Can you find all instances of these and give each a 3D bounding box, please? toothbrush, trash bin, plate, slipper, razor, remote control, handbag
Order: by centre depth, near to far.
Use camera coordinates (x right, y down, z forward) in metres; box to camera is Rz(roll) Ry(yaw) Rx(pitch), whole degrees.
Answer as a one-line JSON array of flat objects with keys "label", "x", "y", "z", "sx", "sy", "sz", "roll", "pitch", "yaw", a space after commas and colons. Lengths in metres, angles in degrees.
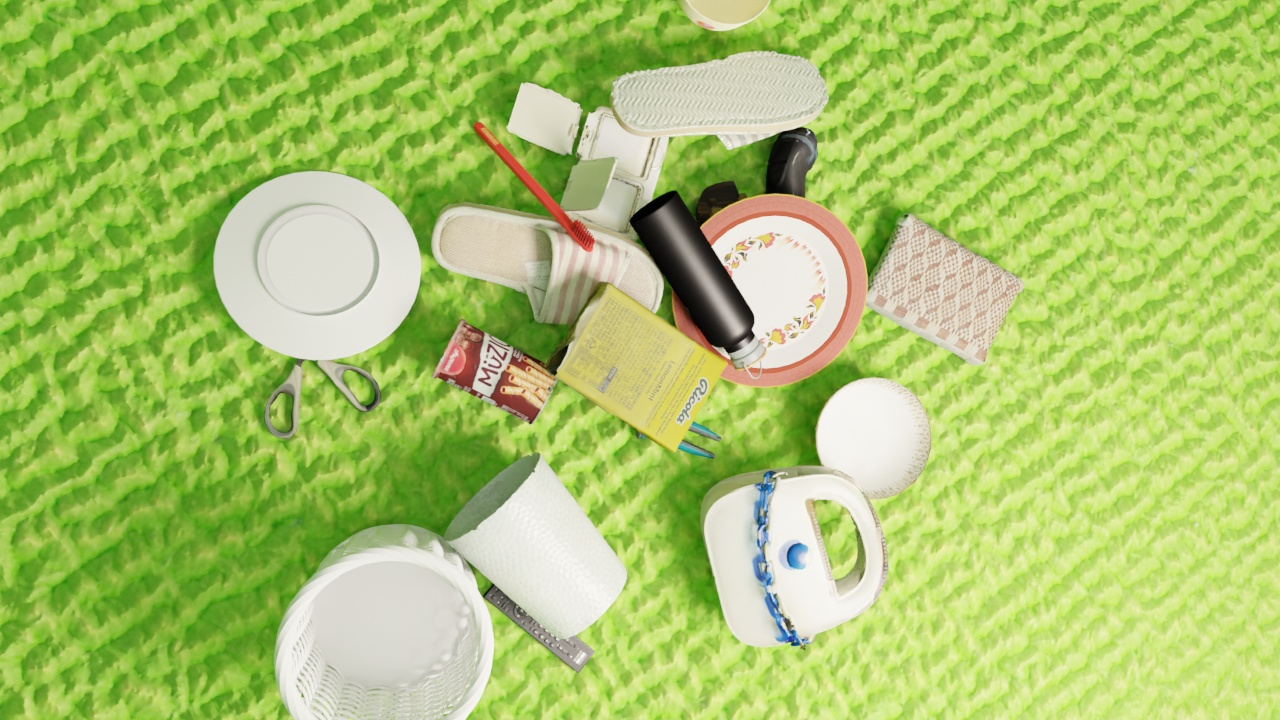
[{"label": "plate", "x": -0.339, "y": -0.104, "z": 0.970, "sx": 0.208, "sy": 0.015, "sz": 0.208, "roll": 3, "pitch": 78, "yaw": -16}, {"label": "trash bin", "x": -0.105, "y": 0.201, "z": 0.975, "sx": 0.133, "sy": 0.133, "sz": 0.161, "roll": -43, "pitch": 102, "yaw": -11}, {"label": "toothbrush", "x": -0.117, "y": -0.194, "z": 0.996, "sx": 0.012, "sy": 0.018, "sz": 0.212, "roll": -27, "pitch": 66, "yaw": -37}, {"label": "slipper", "x": -0.101, "y": -0.099, "z": 1.007, "sx": 0.263, "sy": 0.052, "sz": 0.115, "roll": 16, "pitch": 115, "yaw": -9}, {"label": "remote control", "x": -0.113, "y": 0.295, "z": 1.026, "sx": 0.140, "sy": 0.009, "sz": 0.030, "roll": 41, "pitch": 80, "yaw": -8}, {"label": "handbag", "x": 0.174, "y": 0.215, "z": 1.027, "sx": 0.199, "sy": 0.093, "sz": 0.200, "roll": -17, "pitch": 93, "yaw": 4}, {"label": "slipper", "x": 0.091, "y": -0.300, "z": 1.060, "sx": 0.272, "sy": 0.054, "sz": 0.114, "roll": -13, "pitch": 67, "yaw": -22}, {"label": "plate", "x": 0.149, "y": -0.079, "z": 1.069, "sx": 0.229, "sy": 0.021, "sz": 0.230, "roll": -1, "pitch": 108, "yaw": -5}, {"label": "razor", "x": 0.181, "y": -0.206, "z": 1.097, "sx": 0.063, "sy": 0.053, "sz": 0.140, "roll": 5, "pitch": 92, "yaw": -39}, {"label": "handbag", "x": 0.371, "y": -0.087, "z": 1.136, "sx": 0.186, "sy": 0.047, "sz": 0.124, "roll": 27, "pitch": 90, "yaw": -10}]

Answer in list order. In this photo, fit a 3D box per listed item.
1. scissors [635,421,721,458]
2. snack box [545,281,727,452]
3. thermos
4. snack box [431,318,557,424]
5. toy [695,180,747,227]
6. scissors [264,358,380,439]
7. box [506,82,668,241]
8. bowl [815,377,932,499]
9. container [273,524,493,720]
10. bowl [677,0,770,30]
[{"label": "scissors", "x": 0.023, "y": 0.081, "z": 1.062, "sx": 0.136, "sy": 0.019, "sz": 0.139, "roll": -18, "pitch": 93, "yaw": -13}, {"label": "snack box", "x": -0.006, "y": 0.006, "z": 1.007, "sx": 0.181, "sy": 0.045, "sz": 0.121, "roll": 33, "pitch": 83, "yaw": -25}, {"label": "thermos", "x": 0.075, "y": -0.075, "z": 1.018, "sx": 0.061, "sy": 0.061, "sz": 0.231, "roll": -38, "pitch": 108, "yaw": -12}, {"label": "snack box", "x": -0.157, "y": 0.013, "z": 0.996, "sx": 0.121, "sy": 0.072, "sz": 0.072, "roll": 28, "pitch": 82, "yaw": -11}, {"label": "toy", "x": 0.115, "y": -0.169, "z": 1.068, "sx": 0.100, "sy": 0.062, "sz": 0.076, "roll": 6, "pitch": 104, "yaw": 5}, {"label": "scissors", "x": -0.352, "y": 0.009, "z": 0.981, "sx": 0.157, "sy": 0.013, "sz": 0.171, "roll": 24, "pitch": 83, "yaw": -13}, {"label": "box", "x": -0.061, "y": -0.224, "z": 1.013, "sx": 0.184, "sy": 0.099, "sz": 0.143, "roll": 16, "pitch": 84, "yaw": -12}, {"label": "bowl", "x": 0.265, "y": 0.091, "z": 1.094, "sx": 0.145, "sy": 0.063, "sz": 0.145, "roll": 0, "pitch": 88, "yaw": -13}, {"label": "container", "x": -0.247, "y": 0.264, "z": 0.905, "sx": 0.189, "sy": 0.187, "sz": 0.189, "roll": 1, "pitch": 87, "yaw": -13}, {"label": "bowl", "x": 0.088, "y": -0.434, "z": 1.069, "sx": 0.118, "sy": 0.074, "sz": 0.118, "roll": 1, "pitch": 87, "yaw": -13}]
